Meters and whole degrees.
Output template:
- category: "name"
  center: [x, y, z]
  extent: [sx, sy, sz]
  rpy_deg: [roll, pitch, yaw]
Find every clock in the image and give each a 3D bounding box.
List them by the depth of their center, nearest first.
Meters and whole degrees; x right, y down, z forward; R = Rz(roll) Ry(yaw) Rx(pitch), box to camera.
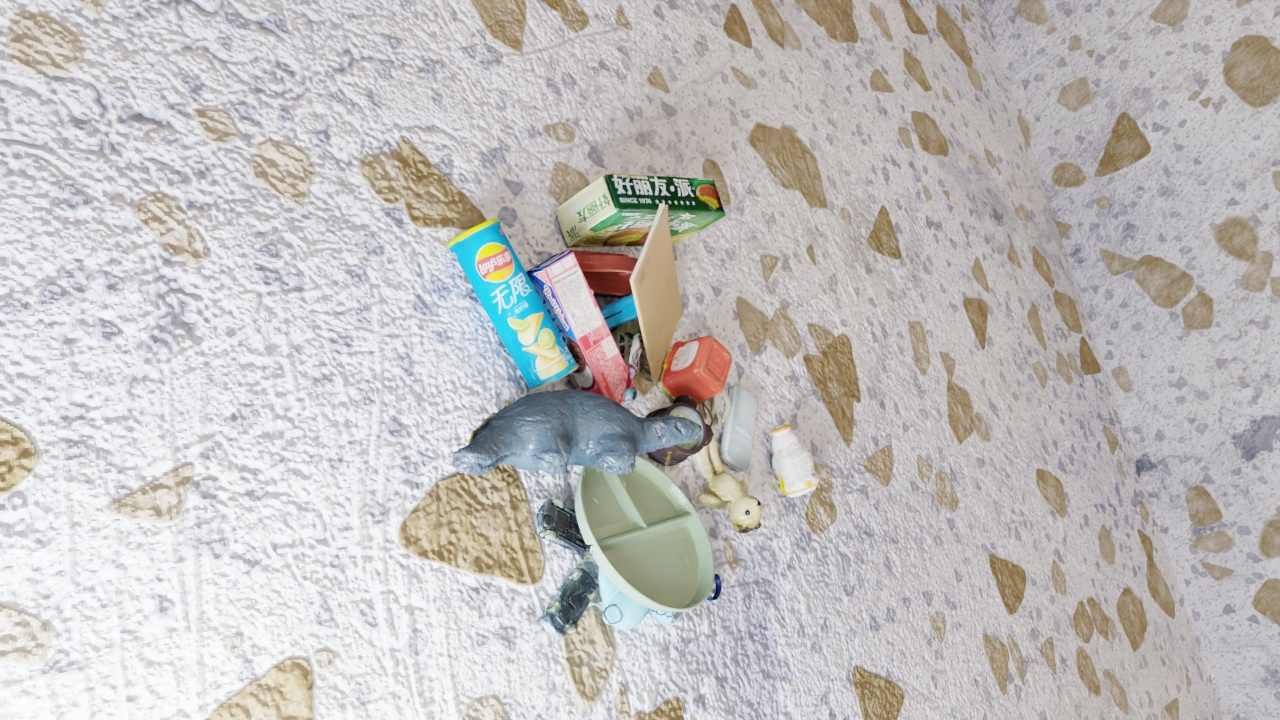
- category: "clock"
  center: [0.056, 0.096, 1.279]
  extent: [0.121, 0.055, 0.082]
  rpy_deg: [-30, 89, -40]

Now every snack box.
- category: "snack box"
  center: [-0.078, -0.036, 1.185]
  extent: [0.058, 0.057, 0.207]
  rpy_deg: [-36, 108, -37]
- category: "snack box"
  center: [0.004, -0.215, 1.328]
  extent: [0.239, 0.115, 0.063]
  rpy_deg: [-8, 77, -47]
- category: "snack box"
  center: [0.082, 0.013, 1.332]
  extent: [0.082, 0.080, 0.091]
  rpy_deg: [41, 49, -24]

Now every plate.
- category: "plate"
  center: [0.005, 0.215, 1.158]
  extent: [0.230, 0.028, 0.229]
  rpy_deg: [34, 33, -26]

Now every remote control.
- category: "remote control"
  center: [0.151, 0.103, 1.405]
  extent: [0.056, 0.020, 0.135]
  rpy_deg: [35, 51, -31]

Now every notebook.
- category: "notebook"
  center: [0.026, -0.089, 1.280]
  extent: [0.212, 0.012, 0.149]
  rpy_deg: [77, 27, -49]

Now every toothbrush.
- category: "toothbrush"
  center: [-0.007, 0.007, 1.194]
  extent: [0.016, 0.017, 0.187]
  rpy_deg: [55, 20, -20]

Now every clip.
- category: "clip"
  center: [0.114, 0.043, 1.379]
  extent: [0.034, 0.070, 0.099]
  rpy_deg: [23, 62, -36]

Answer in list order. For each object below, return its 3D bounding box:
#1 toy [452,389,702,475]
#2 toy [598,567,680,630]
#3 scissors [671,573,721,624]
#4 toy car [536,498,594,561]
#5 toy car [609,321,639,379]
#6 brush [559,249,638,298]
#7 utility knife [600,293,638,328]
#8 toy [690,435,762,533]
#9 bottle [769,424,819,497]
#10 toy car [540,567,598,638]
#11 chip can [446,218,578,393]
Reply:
- category: "toy"
  center: [-0.084, 0.087, 1.096]
  extent: [0.355, 0.138, 0.091]
  rpy_deg: [-1, 109, -39]
- category: "toy"
  center: [0.000, 0.282, 1.156]
  extent: [0.156, 0.050, 0.161]
  rpy_deg: [46, 38, -20]
- category: "scissors"
  center: [0.067, 0.291, 1.209]
  extent: [0.173, 0.012, 0.126]
  rpy_deg: [30, 47, -55]
- category: "toy car"
  center: [-0.087, 0.207, 1.113]
  extent: [0.105, 0.031, 0.048]
  rpy_deg: [37, 46, -31]
- category: "toy car"
  center: [-0.021, -0.016, 1.276]
  extent: [0.042, 0.035, 0.090]
  rpy_deg: [25, 54, -38]
- category: "brush"
  center: [-0.061, -0.122, 1.255]
  extent: [0.145, 0.069, 0.063]
  rpy_deg: [0, 72, -45]
- category: "utility knife"
  center: [-0.048, -0.056, 1.254]
  extent: [0.160, 0.018, 0.034]
  rpy_deg: [-27, 102, -31]
- category: "toy"
  center: [0.121, 0.174, 1.313]
  extent: [0.105, 0.066, 0.157]
  rpy_deg: [-6, 61, -52]
- category: "bottle"
  center: [0.236, 0.156, 1.435]
  extent: [0.063, 0.063, 0.108]
  rpy_deg: [-14, 83, -47]
- category: "toy car"
  center: [-0.085, 0.285, 1.080]
  extent: [0.043, 0.034, 0.090]
  rpy_deg: [50, 43, -13]
- category: "chip can"
  center: [-0.157, -0.067, 1.135]
  extent: [0.071, 0.071, 0.210]
  rpy_deg: [-34, 98, -47]
